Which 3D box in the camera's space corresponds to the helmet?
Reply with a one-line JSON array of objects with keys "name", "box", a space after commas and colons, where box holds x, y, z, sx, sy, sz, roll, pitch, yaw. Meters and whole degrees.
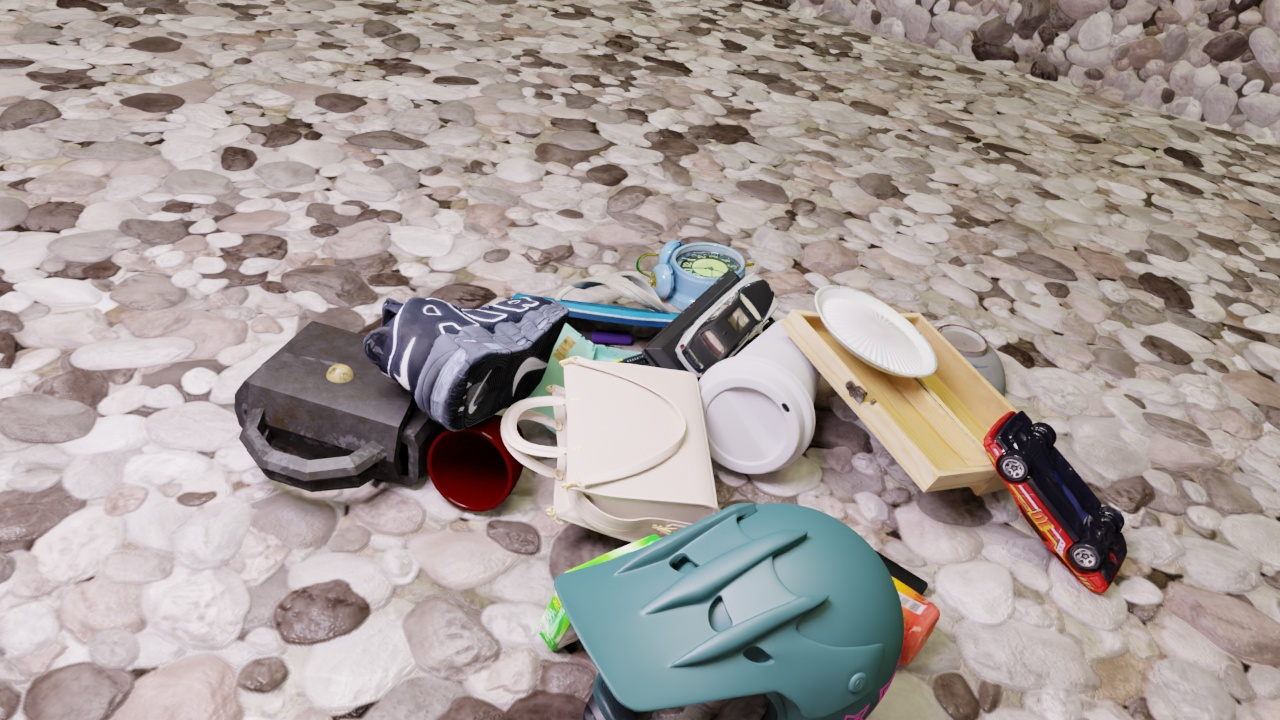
[{"name": "helmet", "box": [0.069, 0.203, 0.678, 0.274, 0.201, 0.176, -10, 39, -27]}]

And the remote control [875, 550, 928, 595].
[{"name": "remote control", "box": [0.208, 0.190, 0.892, 0.140, 0.021, 0.045, 31, 41, 26]}]

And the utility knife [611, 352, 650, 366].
[{"name": "utility knife", "box": [-0.006, 0.006, 1.058, 0.029, 0.020, 0.172, 46, 34, 16]}]

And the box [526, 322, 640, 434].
[{"name": "box", "box": [-0.062, 0.029, 1.032, 0.138, 0.052, 0.186, 21, 33, -7]}]

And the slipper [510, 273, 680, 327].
[{"name": "slipper", "box": [-0.013, -0.075, 1.151, 0.294, 0.060, 0.118, 6, 9, -10]}]

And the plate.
[{"name": "plate", "box": [0.261, -0.031, 1.027, 0.157, 0.014, 0.156, 20, 33, -14]}]

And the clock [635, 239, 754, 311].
[{"name": "clock", "box": [0.073, -0.116, 1.264, 0.162, 0.060, 0.117, 8, 36, 5]}]

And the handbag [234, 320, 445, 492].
[{"name": "handbag", "box": [-0.295, 0.050, 0.894, 0.197, 0.102, 0.198, 15, 35, 7]}]

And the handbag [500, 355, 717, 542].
[{"name": "handbag", "box": [-0.038, 0.078, 0.885, 0.197, 0.102, 0.194, 13, 42, -18]}]

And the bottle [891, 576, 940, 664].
[{"name": "bottle", "box": [0.197, 0.213, 0.830, 0.134, 0.049, 0.071, 31, 40, 28]}]

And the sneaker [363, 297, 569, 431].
[{"name": "sneaker", "box": [-0.176, -0.023, 0.897, 0.151, 0.097, 0.251, 28, 22, 11]}]

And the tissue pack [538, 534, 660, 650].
[{"name": "tissue pack", "box": [-0.028, 0.191, 0.755, 0.099, 0.114, 0.034, -15, 58, -32]}]

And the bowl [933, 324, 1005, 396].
[{"name": "bowl", "box": [0.408, -0.006, 1.189, 0.150, 0.057, 0.150, 7, 35, -5]}]

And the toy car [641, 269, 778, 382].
[{"name": "toy car", "box": [0.099, -0.038, 1.087, 0.094, 0.071, 0.191, 52, 54, -5]}]

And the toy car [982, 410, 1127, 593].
[{"name": "toy car", "box": [0.420, 0.140, 0.930, 0.081, 0.056, 0.189, -30, 83, -43]}]

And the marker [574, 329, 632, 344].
[{"name": "marker", "box": [-0.076, -0.032, 1.142, 0.134, 0.015, 0.018, 3, 55, -9]}]

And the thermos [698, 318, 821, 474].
[{"name": "thermos", "box": [0.147, 0.027, 1.030, 0.131, 0.132, 0.221, 20, 28, 14]}]

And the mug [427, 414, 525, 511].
[{"name": "mug", "box": [-0.157, 0.078, 0.896, 0.114, 0.087, 0.088, 56, 23, -8]}]

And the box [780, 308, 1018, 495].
[{"name": "box", "box": [0.310, 0.038, 1.024, 0.253, 0.068, 0.247, 5, 38, -44]}]
